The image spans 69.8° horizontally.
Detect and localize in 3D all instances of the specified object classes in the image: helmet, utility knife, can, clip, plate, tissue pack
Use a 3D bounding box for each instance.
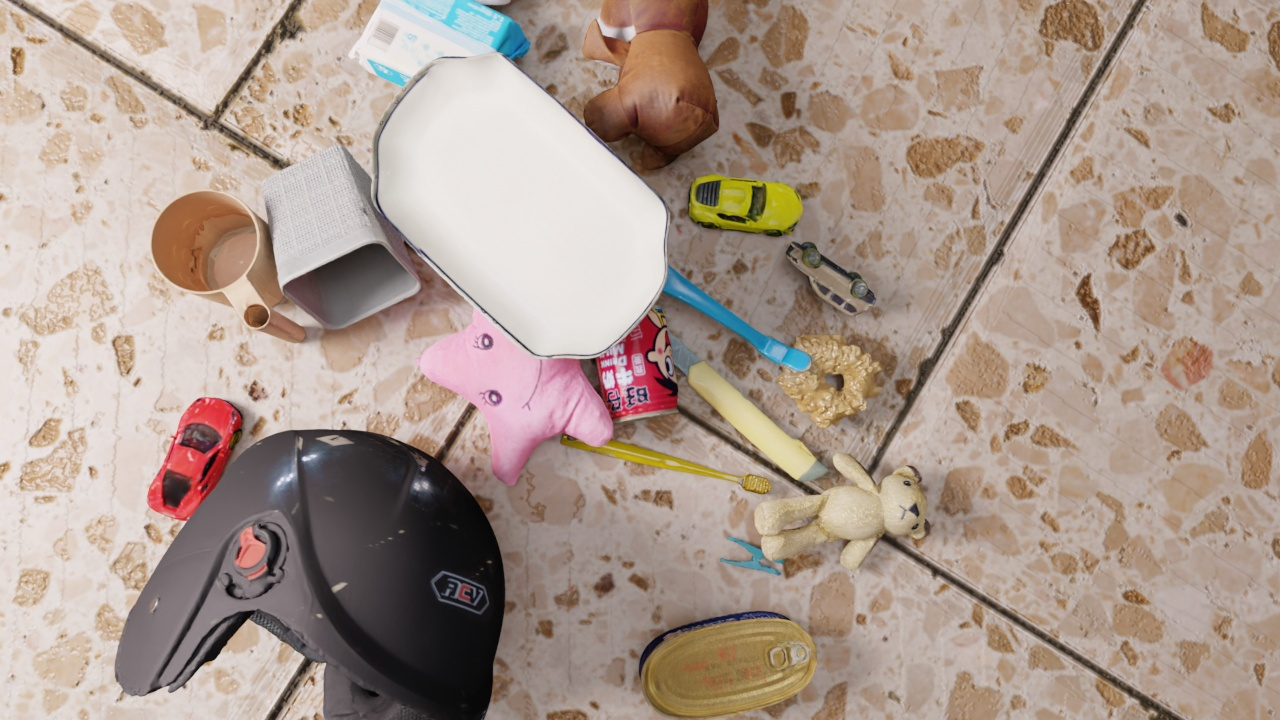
[{"bbox_3d":[-0.212,0.165,0.667,0.275,0.233,0.229,3,62,36],"label":"helmet"},{"bbox_3d":[0.081,0.036,0.814,0.207,0.021,0.031,43,79,-1],"label":"utility knife"},{"bbox_3d":[0.072,0.256,0.775,0.148,0.049,0.074,-11,85,-5],"label":"can"},{"bbox_3d":[0.099,0.172,0.803,0.056,0.014,0.040,17,84,-2],"label":"clip"},{"bbox_3d":[-0.093,-0.119,0.717,0.265,0.034,0.162,42,99,8],"label":"plate"},{"bbox_3d":[-0.177,-0.277,0.808,0.140,0.063,0.090,25,85,1],"label":"tissue pack"},{"bbox_3d":[-0.005,0.005,0.788,0.066,0.066,0.093,-9,85,-5],"label":"can"}]

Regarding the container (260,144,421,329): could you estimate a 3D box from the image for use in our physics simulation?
[{"bbox_3d":[-0.250,-0.104,0.759,0.090,0.090,0.114,-25,65,1],"label":"container"}]

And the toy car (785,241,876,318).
[{"bbox_3d":[0.167,-0.074,0.818,0.090,0.042,0.035,35,105,-5],"label":"toy car"}]

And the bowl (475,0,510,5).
[{"bbox_3d":[-0.138,-0.353,0.811,0.118,0.118,0.065,8,121,-3],"label":"bowl"}]

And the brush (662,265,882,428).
[{"bbox_3d":[0.099,-0.025,0.803,0.254,0.046,0.083,31,87,-6],"label":"brush"}]

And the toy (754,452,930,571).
[{"bbox_3d":[0.173,0.133,0.785,0.157,0.066,0.105,-10,90,-11],"label":"toy"}]

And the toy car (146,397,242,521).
[{"bbox_3d":[-0.377,0.082,0.776,0.049,0.031,0.106,22,81,-2],"label":"toy car"}]

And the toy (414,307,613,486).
[{"bbox_3d":[-0.109,0.010,0.777,0.179,0.074,0.194,-1,94,17],"label":"toy"}]

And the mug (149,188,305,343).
[{"bbox_3d":[-0.328,-0.071,0.757,0.084,0.103,0.124,-36,87,-6],"label":"mug"}]

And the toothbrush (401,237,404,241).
[{"bbox_3d":[-0.210,-0.112,0.812,0.021,0.029,0.189,31,83,41],"label":"toothbrush"}]

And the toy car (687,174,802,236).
[{"bbox_3d":[0.095,-0.142,0.827,0.105,0.032,0.048,7,83,-4],"label":"toy car"}]

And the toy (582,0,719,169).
[{"bbox_3d":[0.009,-0.271,0.798,0.131,0.140,0.199,-2,80,32],"label":"toy"}]

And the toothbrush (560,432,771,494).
[{"bbox_3d":[0.023,0.089,0.806,0.190,0.016,0.015,14,83,-2],"label":"toothbrush"}]
